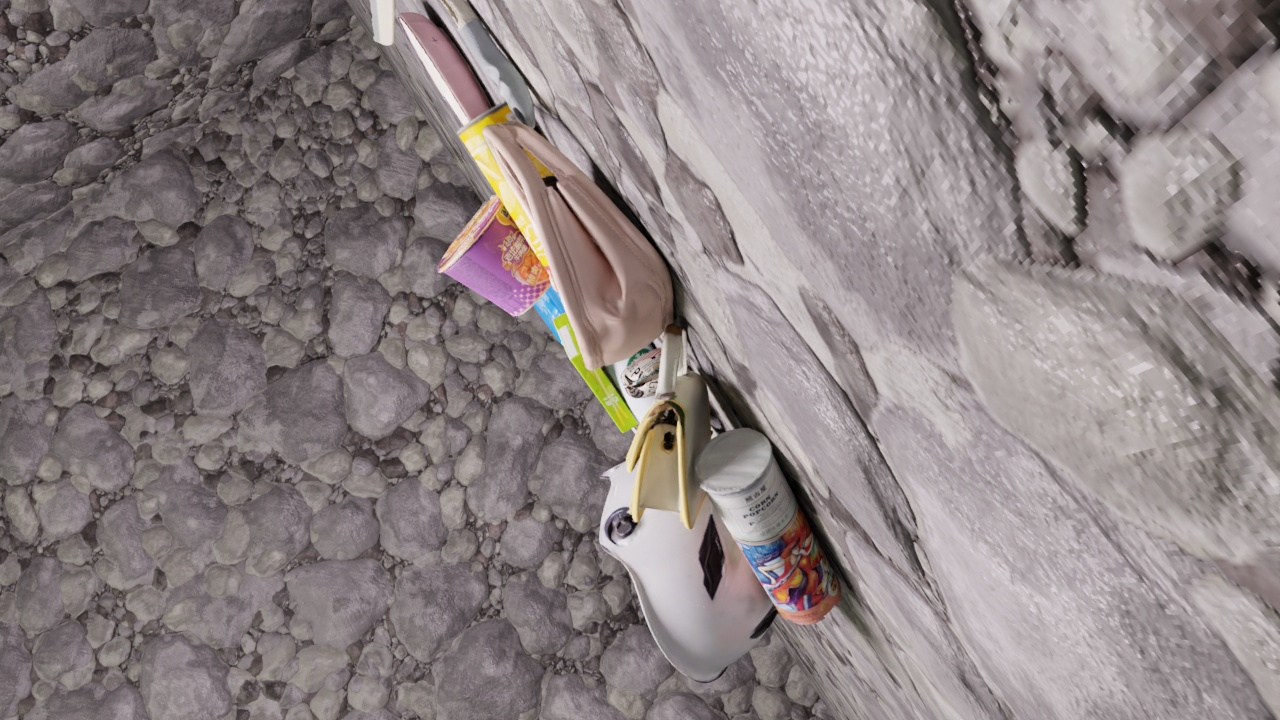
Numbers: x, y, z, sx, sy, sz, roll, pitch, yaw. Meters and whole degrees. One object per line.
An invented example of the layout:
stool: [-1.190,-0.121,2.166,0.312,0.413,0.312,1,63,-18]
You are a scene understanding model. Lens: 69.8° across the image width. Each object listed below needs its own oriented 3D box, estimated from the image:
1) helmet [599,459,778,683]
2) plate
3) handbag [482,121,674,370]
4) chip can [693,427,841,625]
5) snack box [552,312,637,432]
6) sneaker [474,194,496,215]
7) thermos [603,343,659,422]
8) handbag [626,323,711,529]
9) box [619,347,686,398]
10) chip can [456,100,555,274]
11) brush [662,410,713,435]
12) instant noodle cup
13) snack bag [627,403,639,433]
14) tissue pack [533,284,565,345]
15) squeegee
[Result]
helmet: [0.077,0.196,0.984,0.229,0.146,0.258,47,-163,-29]
plate: [-0.235,-0.354,1.154,0.192,0.039,0.192,56,175,6]
handbag: [-0.066,-0.113,0.810,0.234,0.093,0.193,57,174,10]
chip can: [0.121,0.158,0.843,0.215,0.071,0.071,59,174,-37]
snack box: [-0.057,0.016,1.164,0.156,0.026,0.085,58,-178,-42]
sneaker: [-0.146,-0.171,1.118,0.088,0.118,0.241,39,171,-5]
thermos: [-0.007,0.007,1.145,0.224,0.073,0.073,58,175,-21]
handbag: [0.028,0.051,0.848,0.163,0.063,0.179,-43,-47,-76]
box: [0.010,0.009,1.026,0.164,0.074,0.064,154,111,-82]
chip can: [-0.097,-0.155,0.925,0.213,0.072,0.072,58,175,-13]
brush: [0.050,0.067,1.052,0.073,0.055,0.144,45,175,-1]
instant noodle cup: [-0.145,-0.109,0.984,0.099,0.111,0.111,38,-178,-19]
snack bag: [-0.015,0.052,1.450,0.246,0.068,0.158,53,178,-11]
tissue pack: [-0.096,-0.090,1.235,0.052,0.095,0.157,-2,-135,-45]
squeegee: [-0.159,-0.297,0.811,0.246,0.039,0.247,49,156,12]
